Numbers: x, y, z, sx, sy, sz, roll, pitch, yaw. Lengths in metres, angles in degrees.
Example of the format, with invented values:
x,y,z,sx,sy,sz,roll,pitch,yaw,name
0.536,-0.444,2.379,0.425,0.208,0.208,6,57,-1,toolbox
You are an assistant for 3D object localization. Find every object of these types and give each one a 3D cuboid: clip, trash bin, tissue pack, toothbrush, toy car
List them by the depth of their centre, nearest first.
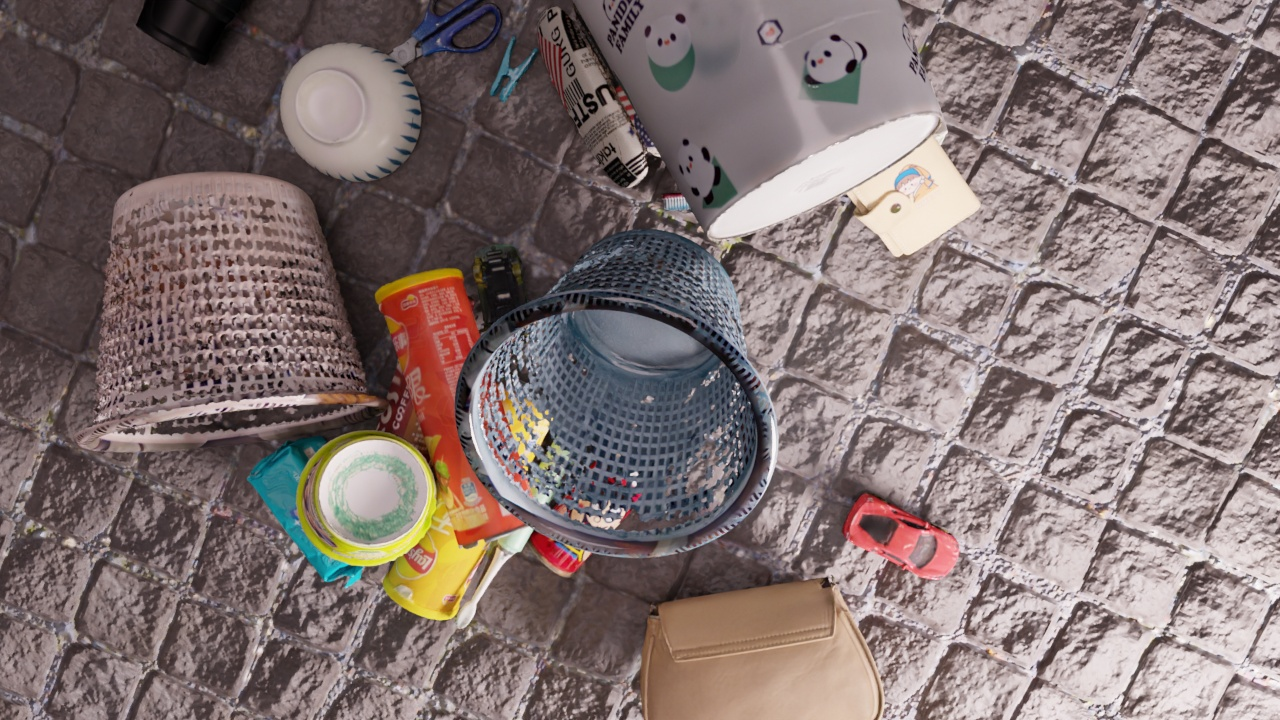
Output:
x,y,z,sx,sy,sz,roll,pitch,yaw,name
0.079,-0.240,0.665,0.229,0.229,0.252,-25,84,3,trash bin
-0.004,0.004,0.709,0.227,0.194,0.227,5,123,8,trash bin
-0.331,-0.037,0.737,0.227,0.227,0.192,-10,82,2,trash bin
-0.275,0.129,0.797,0.050,0.093,0.133,-35,93,0,tissue pack
-0.112,-0.252,0.798,0.039,0.014,0.056,28,96,-1,clip
0.112,-0.147,0.801,0.187,0.016,0.017,-5,104,2,toothbrush
-0.099,0.134,0.802,0.026,0.027,0.224,32,81,-7,toothbrush
-0.119,-0.056,0.804,0.043,0.036,0.091,-9,94,1,toy car
0.235,0.159,0.820,0.106,0.031,0.049,27,96,-3,toy car

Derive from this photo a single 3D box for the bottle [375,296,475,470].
x,y,z,sx,sy,sz,roll,pitch,yaw,name
-0.189,0.023,0.803,0.057,0.057,0.175,18,96,-1,bottle

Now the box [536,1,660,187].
x,y,z,sx,sy,sz,roll,pitch,yaw,name
-0.017,-0.235,0.781,0.087,0.076,0.162,-28,91,-21,box

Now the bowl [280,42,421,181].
x,y,z,sx,sy,sz,roll,pitch,yaw,name
-0.250,-0.210,0.773,0.116,0.066,0.116,0,101,2,bowl

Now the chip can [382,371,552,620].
x,y,z,sx,sy,sz,roll,pitch,yaw,name
-0.148,0.118,0.805,0.072,0.072,0.213,27,94,-1,chip can

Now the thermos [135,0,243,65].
x,y,z,sx,sy,sz,roll,pitch,yaw,name
-0.345,-0.375,0.768,0.090,0.068,0.242,34,96,20,thermos

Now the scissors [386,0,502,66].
x,y,z,sx,sy,sz,roll,pitch,yaw,name
-0.205,-0.281,0.799,0.175,0.012,0.108,-7,97,3,scissors

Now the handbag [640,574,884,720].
x,y,z,sx,sy,sz,roll,pitch,yaw,name
0.100,0.271,0.803,0.204,0.100,0.147,-9,87,2,handbag

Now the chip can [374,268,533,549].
x,y,z,sx,sy,sz,roll,pitch,yaw,name
-0.144,0.037,0.731,0.073,0.073,0.216,-20,86,3,chip can

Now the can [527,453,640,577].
x,y,z,sx,sy,sz,roll,pitch,yaw,name
-0.038,0.126,0.811,0.053,0.053,0.133,42,95,-3,can

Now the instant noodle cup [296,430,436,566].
x,y,z,sx,sy,sz,roll,pitch,yaw,name
-0.207,0.104,0.704,0.111,0.124,0.111,3,80,-18,instant noodle cup

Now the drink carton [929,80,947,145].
x,y,z,sx,sy,sz,roll,pitch,yaw,name
0.189,-0.193,0.773,0.122,0.045,0.053,-12,75,1,drink carton

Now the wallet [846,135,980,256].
x,y,z,sx,sy,sz,roll,pitch,yaw,name
0.221,-0.141,0.766,0.087,0.024,0.115,-36,127,21,wallet
